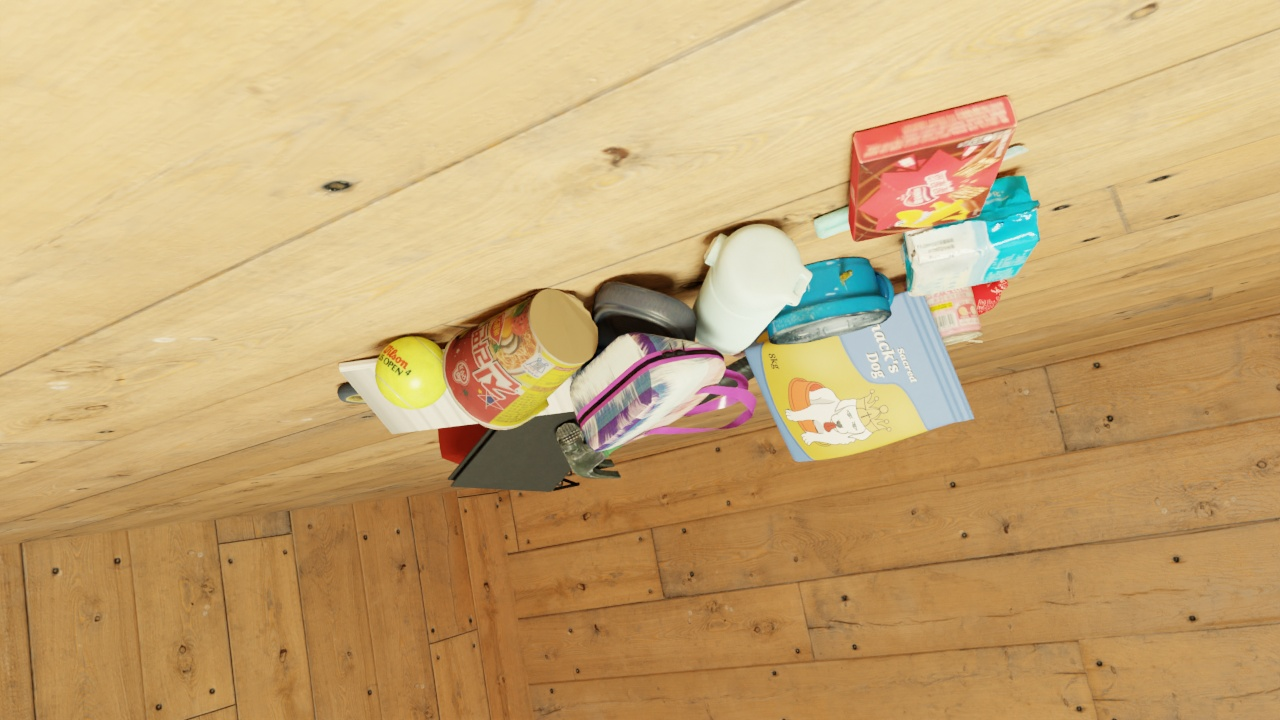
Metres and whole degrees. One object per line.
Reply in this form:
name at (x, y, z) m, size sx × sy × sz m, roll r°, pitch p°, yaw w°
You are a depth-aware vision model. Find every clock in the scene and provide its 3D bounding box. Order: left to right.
clock at (0.182, -0.055, 0.890) m, size 0.117 × 0.060 × 0.161 m, roll -16°, pitch 171°, yaw 24°

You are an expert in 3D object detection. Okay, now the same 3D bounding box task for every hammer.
hammer at (0.055, 0.050, 1.111) m, size 0.318 × 0.032 × 0.130 m, roll -28°, pitch 146°, yaw -6°

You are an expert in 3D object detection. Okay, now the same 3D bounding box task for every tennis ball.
tennis ball at (-0.203, 0.011, 0.818) m, size 0.065 × 0.065 × 0.065 m, roll -10°, pitch 171°, yaw -2°

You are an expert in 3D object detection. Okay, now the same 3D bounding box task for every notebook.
notebook at (-0.174, 0.027, 0.923) m, size 0.210 × 0.009 × 0.143 m, roll -7°, pitch 149°, yaw 5°
notebook at (-0.094, 0.073, 1.064) m, size 0.169 × 0.019 × 0.232 m, roll 12°, pitch 127°, yaw -49°

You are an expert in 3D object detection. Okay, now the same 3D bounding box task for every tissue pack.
tissue pack at (0.247, -0.094, 0.707) m, size 0.093 × 0.061 × 0.144 m, roll -11°, pitch 169°, yaw 14°

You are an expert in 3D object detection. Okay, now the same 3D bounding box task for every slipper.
slipper at (-0.005, 0.005, 0.852) m, size 0.111 × 0.083 × 0.268 m, roll 18°, pitch 166°, yaw 2°

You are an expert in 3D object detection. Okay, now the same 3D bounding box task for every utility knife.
utility knife at (0.192, -0.117, 0.647) m, size 0.159 × 0.015 × 0.022 m, roll -18°, pitch 147°, yaw 37°

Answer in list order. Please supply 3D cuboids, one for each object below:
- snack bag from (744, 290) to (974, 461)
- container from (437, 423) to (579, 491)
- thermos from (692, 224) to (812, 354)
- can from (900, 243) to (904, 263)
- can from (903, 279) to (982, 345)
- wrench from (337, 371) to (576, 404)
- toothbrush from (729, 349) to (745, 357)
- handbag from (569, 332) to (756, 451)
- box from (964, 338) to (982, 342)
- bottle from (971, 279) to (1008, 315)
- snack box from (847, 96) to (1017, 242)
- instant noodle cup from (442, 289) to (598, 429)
snack bag at (0.240, 0.015, 1.004) m, size 0.206 × 0.159 × 0.102 m, roll -16°, pitch -165°, yaw 42°
container at (-0.155, 0.095, 1.201) m, size 0.148 × 0.127 × 0.200 m, roll -16°, pitch 160°, yaw 25°
thermos at (0.082, -0.054, 0.751) m, size 0.078 × 0.065 × 0.207 m, roll 30°, pitch 171°, yaw 3°
can at (0.260, -0.092, 0.826) m, size 0.032 × 0.031 × 0.080 m, roll -16°, pitch 170°, yaw 31°
can at (0.321, -0.057, 0.977) m, size 0.067 × 0.076 × 0.067 m, roll -11°, pitch 171°, yaw -2°
wrench at (-0.188, 0.024, 0.955) m, size 0.273 × 0.022 × 0.073 m, roll -5°, pitch 147°, yaw 11°
toothbrush at (0.084, -0.025, 1.056) m, size 0.027 × 0.026 × 0.222 m, roll -4°, pitch 174°, yaw 21°
handbag at (0.034, 0.033, 0.784) m, size 0.169 × 0.068 × 0.145 m, roll 8°, pitch 141°, yaw -44°
box at (0.299, -0.006, 1.121) m, size 0.187 × 0.101 × 0.144 m, roll 16°, pitch -170°, yaw 39°
bottle at (0.387, -0.071, 1.075) m, size 0.042 × 0.042 × 0.142 m, roll -9°, pitch 171°, yaw -11°
snack box at (0.178, -0.115, 0.579) m, size 0.089 × 0.021 × 0.133 m, roll -12°, pitch 165°, yaw 9°
instant noodle cup at (-0.098, -0.007, 0.776) m, size 0.100 × 0.100 × 0.113 m, roll -3°, pitch 159°, yaw -43°
